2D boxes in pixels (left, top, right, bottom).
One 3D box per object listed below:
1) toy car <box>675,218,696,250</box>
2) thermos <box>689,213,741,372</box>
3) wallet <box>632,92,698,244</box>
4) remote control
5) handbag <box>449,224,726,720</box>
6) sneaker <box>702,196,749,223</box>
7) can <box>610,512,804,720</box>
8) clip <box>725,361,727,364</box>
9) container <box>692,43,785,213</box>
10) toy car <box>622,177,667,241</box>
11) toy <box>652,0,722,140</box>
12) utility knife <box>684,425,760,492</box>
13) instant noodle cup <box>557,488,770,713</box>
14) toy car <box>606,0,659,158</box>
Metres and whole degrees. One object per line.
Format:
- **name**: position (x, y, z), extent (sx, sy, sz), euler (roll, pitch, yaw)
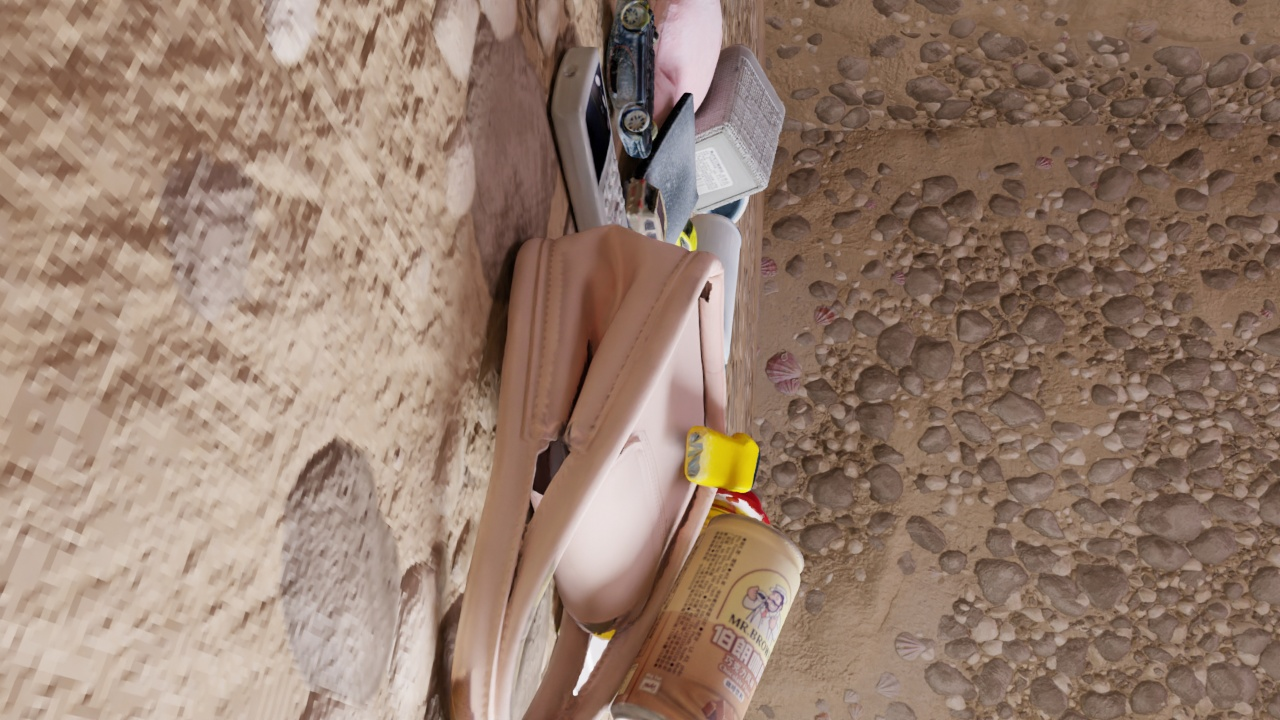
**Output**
- **toy car**: position (0.035, -0.119, 0.853), extent (0.048, 0.032, 0.105), euler (-76, 163, -50)
- **thermos**: position (0.059, -0.052, 0.906), extent (0.073, 0.073, 0.223), euler (81, 15, -46)
- **wallet**: position (0.021, -0.132, 0.709), extent (0.121, 0.019, 0.097), euler (84, 28, -56)
- **remote control**: position (-0.025, -0.105, 0.533), extent (0.150, 0.021, 0.058), euler (80, 15, -52)
- **handbag**: position (-0.026, 0.075, 0.426), extent (0.194, 0.093, 0.233), euler (80, 23, -51)
- **sneaker**: position (0.095, -0.237, 1.058), extent (0.242, 0.089, 0.090), euler (86, 14, -64)
- **can**: position (0.035, 0.138, 0.455), extent (0.116, 0.058, 0.059), euler (-58, 154, -32)
- **clip**: position (0.073, -0.024, 1.023), extent (0.104, 0.035, 0.084), euler (74, -4, -61)
- **container**: position (0.069, -0.202, 0.818), extent (0.090, 0.090, 0.114), euler (48, 40, -35)
- **toy car**: position (0.001, -0.086, 0.654), extent (0.090, 0.035, 0.042), euler (81, 15, -56)
- **toy**: position (0.027, -0.228, 0.727), extent (0.121, 0.054, 0.159), euler (69, 36, -66)
- **utility knife**: position (0.044, 0.051, 0.483), extent (0.153, 0.015, 0.033), euler (31, 68, -71)
- **instant noodle cup**: position (0.012, 0.144, 0.555), extent (0.123, 0.116, 0.116), euler (-59, 152, -47)
- **toy car**: position (-0.006, -0.187, 0.605), extent (0.049, 0.031, 0.105), euler (-20, 110, -79)
